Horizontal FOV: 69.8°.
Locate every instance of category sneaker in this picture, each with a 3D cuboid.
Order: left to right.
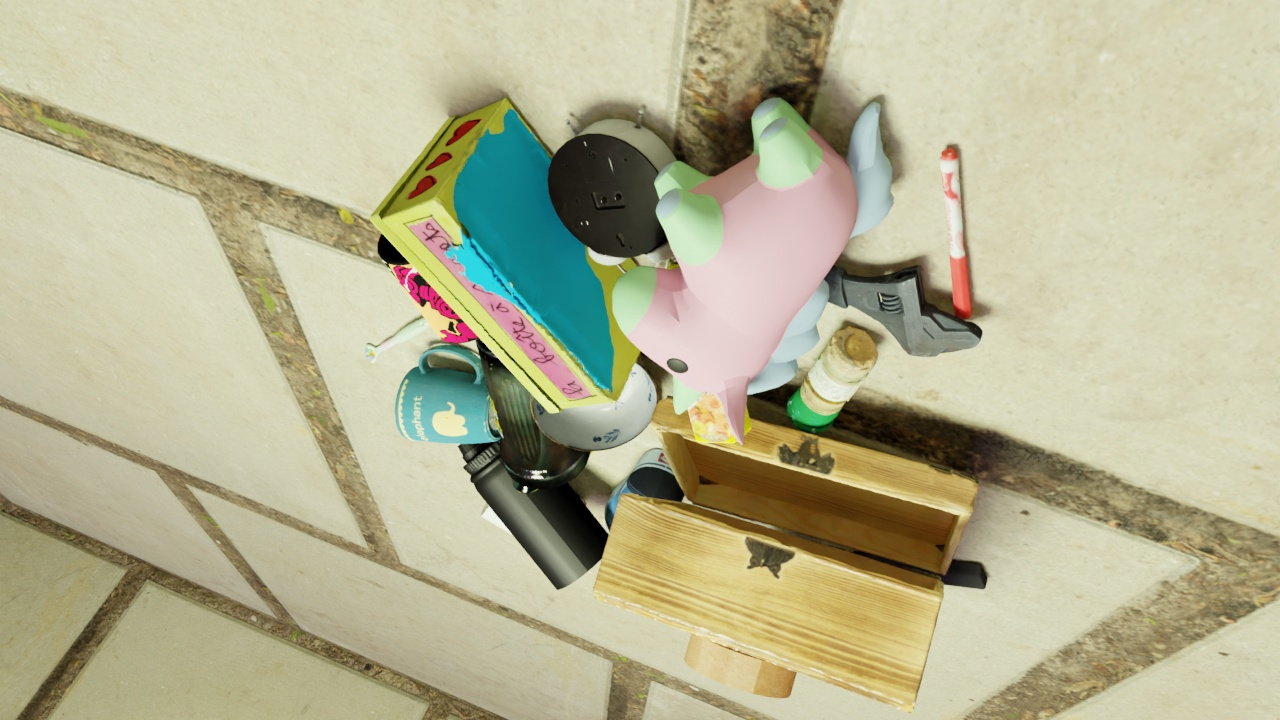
[{"bbox_3d":[-0.008,0.194,1.049,0.083,0.098,0.242,23,148,3],"label":"sneaker"}]

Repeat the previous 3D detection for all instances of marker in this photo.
[{"bbox_3d":[0.206,-0.079,0.596,0.013,0.012,0.142,6,142,28],"label":"marker"}]

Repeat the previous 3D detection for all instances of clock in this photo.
[{"bbox_3d":[-0.013,-0.113,0.653,0.095,0.035,0.123,1,127,31],"label":"clock"}]

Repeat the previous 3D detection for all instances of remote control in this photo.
[{"bbox_3d":[0.289,0.219,0.959,0.137,0.015,0.032,-2,139,36],"label":"remote control"}]

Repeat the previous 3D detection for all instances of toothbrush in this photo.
[{"bbox_3d":[-0.262,-0.024,0.992,0.155,0.015,0.022,-20,92,49],"label":"toothbrush"}]

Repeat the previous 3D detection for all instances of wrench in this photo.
[{"bbox_3d":[0.112,-0.064,0.666,0.273,0.022,0.073,20,144,14],"label":"wrench"}]

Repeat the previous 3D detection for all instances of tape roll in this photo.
[{"bbox_3d":[0.086,0.256,0.781,0.094,0.027,0.094,16,175,1],"label":"tape roll"}]

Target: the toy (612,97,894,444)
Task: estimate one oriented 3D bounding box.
[{"bbox_3d":[0.080,-0.061,0.598,0.222,0.120,0.171,-31,118,18],"label":"toy"}]

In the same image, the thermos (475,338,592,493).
[{"bbox_3d":[-0.105,0.044,0.919,0.098,0.097,0.221,13,140,19],"label":"thermos"}]

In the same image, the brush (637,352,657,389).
[{"bbox_3d":[-0.005,0.005,0.862,0.050,0.015,0.136,19,142,17],"label":"brush"}]

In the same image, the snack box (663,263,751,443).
[{"bbox_3d":[0.050,-0.006,0.733,0.040,0.028,0.148,-2,111,39],"label":"snack box"}]

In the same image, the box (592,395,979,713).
[{"bbox_3d":[0.144,0.170,0.850,0.279,0.192,0.251,13,172,20],"label":"box"}]

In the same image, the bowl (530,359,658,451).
[{"bbox_3d":[-0.043,0.025,0.842,0.114,0.045,0.114,-2,123,-4],"label":"bowl"}]

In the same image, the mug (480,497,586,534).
[{"bbox_3d":[-0.132,0.184,1.137,0.105,0.082,0.082,32,147,-8],"label":"mug"}]

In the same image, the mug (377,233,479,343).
[{"bbox_3d":[-0.147,-0.082,0.782,0.118,0.081,0.098,-17,135,11],"label":"mug"}]

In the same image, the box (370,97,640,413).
[{"bbox_3d":[-0.085,-0.075,0.702,0.080,0.124,0.221,-10,135,40],"label":"box"}]

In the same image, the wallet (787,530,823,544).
[{"bbox_3d":[0.175,0.251,1.005,0.118,0.037,0.116,45,128,11],"label":"wallet"}]

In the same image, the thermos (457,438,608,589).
[{"bbox_3d":[-0.125,0.158,1.053,0.198,0.085,0.086,52,144,-3],"label":"thermos"}]

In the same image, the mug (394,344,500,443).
[{"bbox_3d":[-0.199,0.037,0.988,0.104,0.084,0.112,6,115,18],"label":"mug"}]

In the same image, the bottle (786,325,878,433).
[{"bbox_3d":[0.154,0.018,0.742,0.043,0.043,0.111,24,147,3],"label":"bottle"}]
